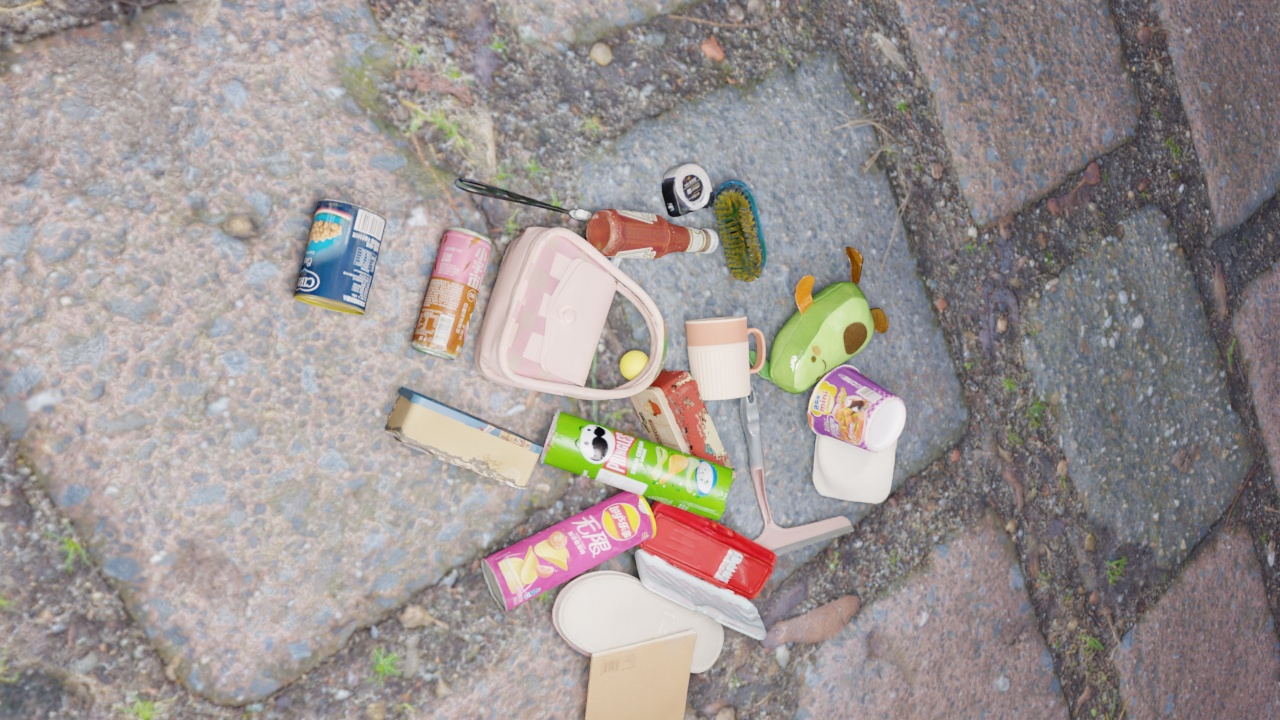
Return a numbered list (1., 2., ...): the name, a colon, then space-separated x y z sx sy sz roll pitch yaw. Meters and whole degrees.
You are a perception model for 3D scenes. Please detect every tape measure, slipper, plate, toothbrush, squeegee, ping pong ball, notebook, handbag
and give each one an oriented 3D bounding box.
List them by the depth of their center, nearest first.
1. handbag: -0.072 -0.039 1.125 0.234 0.093 0.193 23 80 -26
2. toothbrush: -0.142 -0.198 1.132 0.181 0.018 0.015 10 88 -28
3. notebook: -0.005 0.453 1.182 0.149 0.012 0.212 -4 110 -29
4. slipper: -0.003 0.341 1.192 0.274 0.054 0.114 25 80 -33
5. ping pong ball: -0.007 0.007 1.196 0.040 0.040 0.040 0 90 -30
6. tape measure: 0.063 -0.232 1.239 0.065 0.034 0.066 -21 103 -30
7. squeegee: 0.169 0.155 1.299 0.247 0.040 0.249 -13 98 -17
8. plate: 0.320 0.130 1.389 0.164 0.034 0.163 13 84 -29

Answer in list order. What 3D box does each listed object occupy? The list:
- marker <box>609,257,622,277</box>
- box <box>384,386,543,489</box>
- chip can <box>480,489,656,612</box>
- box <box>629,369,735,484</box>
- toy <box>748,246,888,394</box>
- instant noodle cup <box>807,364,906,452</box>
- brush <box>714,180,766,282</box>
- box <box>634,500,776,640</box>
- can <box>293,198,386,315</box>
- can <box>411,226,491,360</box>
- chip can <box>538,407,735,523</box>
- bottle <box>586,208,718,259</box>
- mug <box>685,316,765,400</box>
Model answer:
1. marker: -0.041 -0.112 1.190 0.017 0.017 0.145 30 76 -27
2. box: -0.208 0.088 1.053 0.184 0.090 0.060 29 83 -28
3. chip can: -0.087 0.231 1.126 0.210 0.071 0.071 -23 102 -24
4. box: 0.062 0.094 1.208 0.076 0.091 0.168 -31 105 -24
5. toy: 0.269 -0.040 1.324 0.246 0.090 0.227 -42 125 -20
6. instant noodle cup: 0.309 0.074 1.290 0.111 0.099 0.112 -17 120 -32
7. brush: 0.140 -0.182 1.263 0.073 0.055 0.144 -68 145 -54
8. box: 0.092 0.277 1.208 0.201 0.098 0.119 29 88 -19
9. can: -0.323 -0.112 0.993 0.075 0.075 0.111 16 82 -29
10. can: -0.218 -0.077 1.063 0.058 0.058 0.147 19 81 -29
11. chip can: -0.003 0.130 1.128 0.236 0.072 0.072 19 80 -3
12. bottle: 0.022 -0.160 1.188 0.205 0.060 0.060 -3 92 -44
13. mug: 0.119 -0.006 1.245 0.114 0.082 0.106 -7 96 -28
